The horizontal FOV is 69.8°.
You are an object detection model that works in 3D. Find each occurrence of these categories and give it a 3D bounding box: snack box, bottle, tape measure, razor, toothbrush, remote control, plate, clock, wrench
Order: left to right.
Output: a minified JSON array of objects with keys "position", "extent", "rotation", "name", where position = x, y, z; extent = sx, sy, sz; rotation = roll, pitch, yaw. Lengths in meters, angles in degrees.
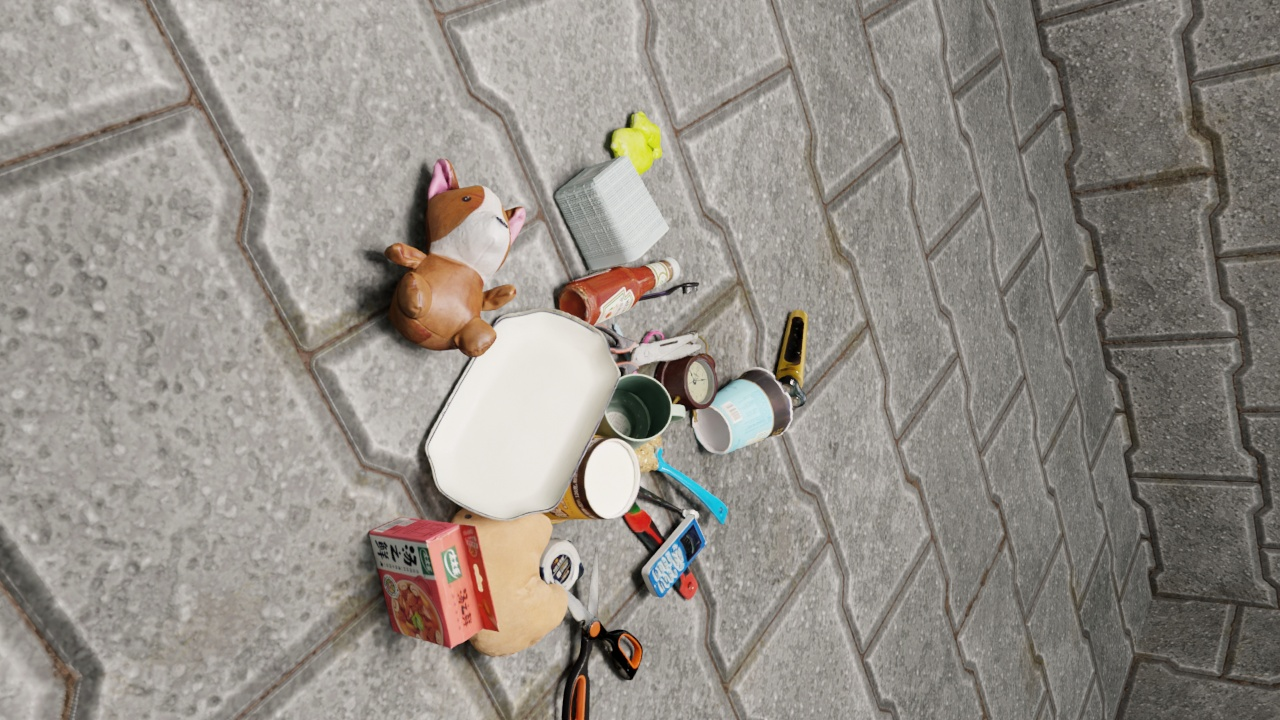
[{"position":[-0.207,0.220,0.914],"extent":[0.044,0.127,0.113],"rotation":[-20,102,-47],"name":"snack box"},{"position":[-0.129,0.059,1.031],"extent":[0.162,0.034,0.265],"rotation":[24,61,0],"name":"plate"},{"position":[-0.104,0.247,1.097],"extent":[0.065,0.034,0.066],"rotation":[-38,118,-44],"name":"tape measure"},{"position":[-0.020,-0.096,1.191],"extent":[0.205,0.060,0.060],"rotation":[-26,107,-47],"name":"bottle"},{"position":[0.009,0.235,1.237],"extent":[0.273,0.016,0.056],"rotation":[53,52,-32],"name":"wrench"},{"position":[0.024,-0.089,1.274],"extent":[0.188,0.014,0.017],"rotation":[-18,113,-47],"name":"toothbrush"},{"position":[0.027,0.190,1.248],"extent":[0.181,0.018,0.015],"rotation":[33,59,-47],"name":"toothbrush"},{"position":[0.046,0.264,1.244],"extent":[0.124,0.024,0.049],"rotation":[-41,117,-40],"name":"remote control"},{"position":[0.068,0.020,1.285],"extent":[0.082,0.055,0.121],"rotation":[34,62,-40],"name":"clock"},{"position":[0.247,-0.005,1.490],"extent":[0.068,0.062,0.167],"rotation":[71,29,-63],"name":"razor"}]

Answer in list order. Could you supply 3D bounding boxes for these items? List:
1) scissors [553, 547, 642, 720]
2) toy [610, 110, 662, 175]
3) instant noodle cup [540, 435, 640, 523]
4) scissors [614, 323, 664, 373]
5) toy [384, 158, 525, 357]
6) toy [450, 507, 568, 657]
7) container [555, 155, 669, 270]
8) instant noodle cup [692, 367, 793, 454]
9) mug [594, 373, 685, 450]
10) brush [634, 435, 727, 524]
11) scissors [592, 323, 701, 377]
[{"position":[-0.057,0.347,1.137],"extent":[0.227,0.022,0.220],"rotation":[30,71,-51],"name":"scissors"},{"position":[-0.003,-0.290,1.241],"extent":[0.096,0.031,0.100],"rotation":[32,64,-45],"name":"toy"},{"position":[-0.072,0.136,1.079],"extent":[0.118,0.115,0.118],"rotation":[2,87,-48],"name":"instant noodle cup"},{"position":[-0.007,0.008,1.234],"extent":[0.133,0.017,0.134],"rotation":[-31,111,-40],"name":"scissors"},{"position":[-0.189,-0.109,0.966],"extent":[0.140,0.131,0.199],"rotation":[38,51,-33],"name":"toy"},{"position":[-0.158,0.212,1.011],"extent":[0.143,0.083,0.226],"rotation":[-15,93,-45],"name":"toy"},{"position":[-0.039,-0.186,1.155],"extent":[0.089,0.090,0.111],"rotation":[-48,119,-38],"name":"container"},{"position":[0.142,0.081,1.337],"extent":[0.120,0.111,0.111],"rotation":[-24,106,-38],"name":"instant noodle cup"},{"position":[-0.004,0.068,1.125],"extent":[0.111,0.106,0.082],"rotation":[0,74,-17],"name":"mug"},{"position":[0.044,0.153,1.251],"extent":[0.254,0.046,0.083],"rotation":[42,54,-32],"name":"brush"},{"position":[-0.011,-0.019,1.197],"extent":[0.199,0.015,0.204],"rotation":[44,64,-23],"name":"scissors"}]
